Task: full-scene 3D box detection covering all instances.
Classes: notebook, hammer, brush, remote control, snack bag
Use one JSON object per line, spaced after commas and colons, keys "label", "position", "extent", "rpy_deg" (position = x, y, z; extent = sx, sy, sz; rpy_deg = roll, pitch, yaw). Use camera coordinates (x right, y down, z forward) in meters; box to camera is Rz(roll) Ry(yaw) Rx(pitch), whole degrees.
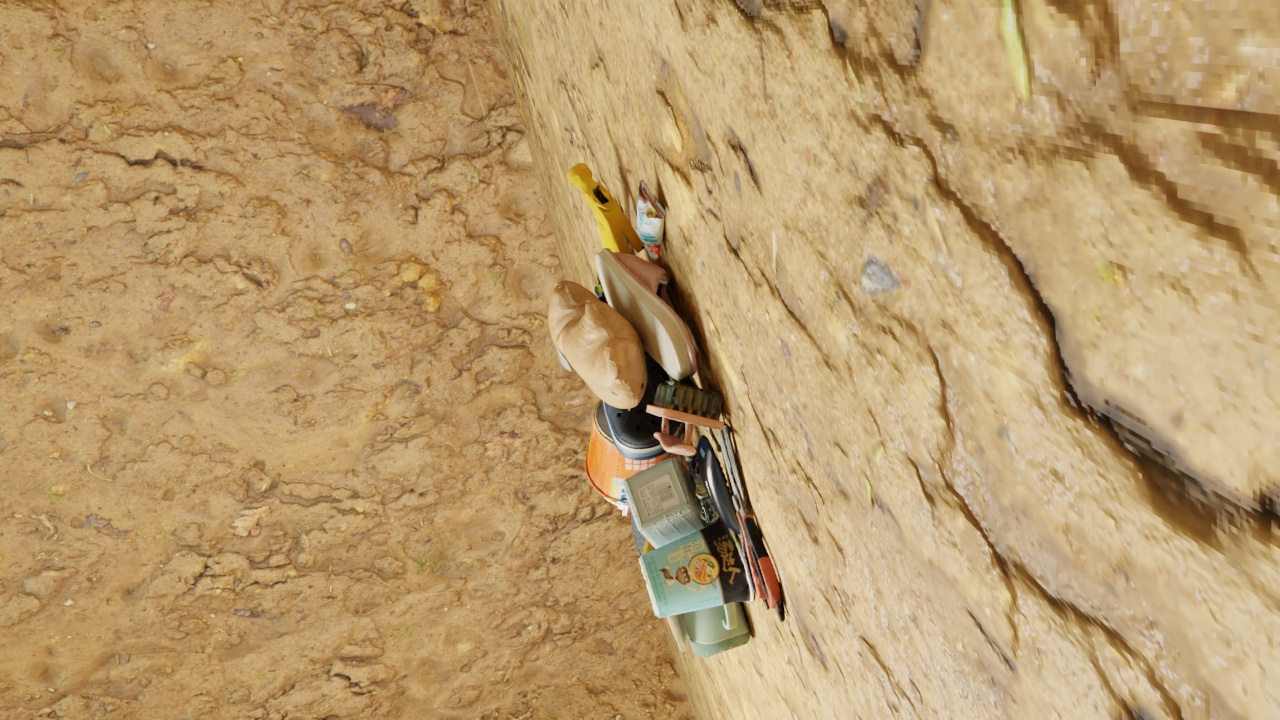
{"label": "notebook", "position": [0.040, 0.301, 1.297], "extent": [0.206, 0.010, 0.146], "rpy_deg": [-56, -55, -80]}
{"label": "hammer", "position": [-0.033, -0.138, 1.248], "extent": [0.128, 0.033, 0.301], "rpy_deg": [54, 171, 23]}
{"label": "brush", "position": [0.040, 0.061, 0.974], "extent": [0.146, 0.063, 0.073], "rpy_deg": [173, 109, -80]}
{"label": "remote control", "position": [0.085, 0.142, 1.019], "extent": [0.053, 0.024, 0.136], "rpy_deg": [-123, 10, -58]}
{"label": "snack bag", "position": [0.010, -0.145, 0.956], "extent": [0.048, 0.026, 0.104], "rpy_deg": [59, 171, 14]}

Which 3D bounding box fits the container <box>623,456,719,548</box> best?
{"label": "container", "position": [0.038, 0.189, 1.184], "extent": [0.111, 0.090, 0.090], "rpy_deg": [51, -165, -56]}

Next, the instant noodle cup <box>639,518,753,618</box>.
{"label": "instant noodle cup", "position": [0.065, 0.263, 1.130], "extent": [0.111, 0.120, 0.111], "rpy_deg": [162, 91, -84]}

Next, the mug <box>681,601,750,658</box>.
{"label": "mug", "position": [0.101, 0.334, 1.226], "extent": [0.112, 0.082, 0.106], "rpy_deg": [124, 131, -61]}

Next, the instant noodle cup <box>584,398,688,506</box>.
{"label": "instant noodle cup", "position": [-0.004, 0.112, 1.280], "extent": [0.112, 0.151, 0.151], "rpy_deg": [91, 163, -45]}

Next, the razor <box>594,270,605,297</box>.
{"label": "razor", "position": [-0.056, -0.103, 1.310], "extent": [0.042, 0.022, 0.143], "rpy_deg": [58, 171, 2]}

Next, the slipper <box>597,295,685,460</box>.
{"label": "slipper", "position": [-0.007, 0.007, 1.201], "extent": [0.095, 0.105, 0.252], "rpy_deg": [92, 164, -56]}

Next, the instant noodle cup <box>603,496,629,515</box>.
{"label": "instant noodle cup", "position": [-0.025, 0.157, 1.520], "extent": [0.173, 0.060, 0.138], "rpy_deg": [-72, -6, -64]}

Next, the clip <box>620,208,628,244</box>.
{"label": "clip", "position": [-0.027, -0.184, 1.254], "extent": [0.024, 0.028, 0.057], "rpy_deg": [-110, -3, -47]}

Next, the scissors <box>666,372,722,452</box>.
{"label": "scissors", "position": [0.053, 0.029, 1.063], "extent": [0.235, 0.021, 0.125], "rpy_deg": [-129, 23, -75]}

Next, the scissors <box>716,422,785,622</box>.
{"label": "scissors", "position": [0.112, 0.168, 0.952], "extent": [0.197, 0.015, 0.213], "rpy_deg": [81, 171, -53]}

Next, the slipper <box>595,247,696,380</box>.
{"label": "slipper", "position": [0.011, -0.061, 1.037], "extent": [0.274, 0.054, 0.114], "rpy_deg": [-132, 23, -61]}

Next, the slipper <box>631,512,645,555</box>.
{"label": "slipper", "position": [0.047, 0.218, 1.450], "extent": [0.110, 0.083, 0.269], "rpy_deg": [-126, 37, -55]}

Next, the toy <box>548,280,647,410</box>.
{"label": "toy", "position": [-0.036, -0.007, 1.014], "extent": [0.143, 0.082, 0.226], "rpy_deg": [58, 171, -28]}

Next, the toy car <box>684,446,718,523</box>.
{"label": "toy car", "position": [0.078, 0.150, 1.118], "extent": [0.105, 0.031, 0.049], "rpy_deg": [-103, -3, -50]}
